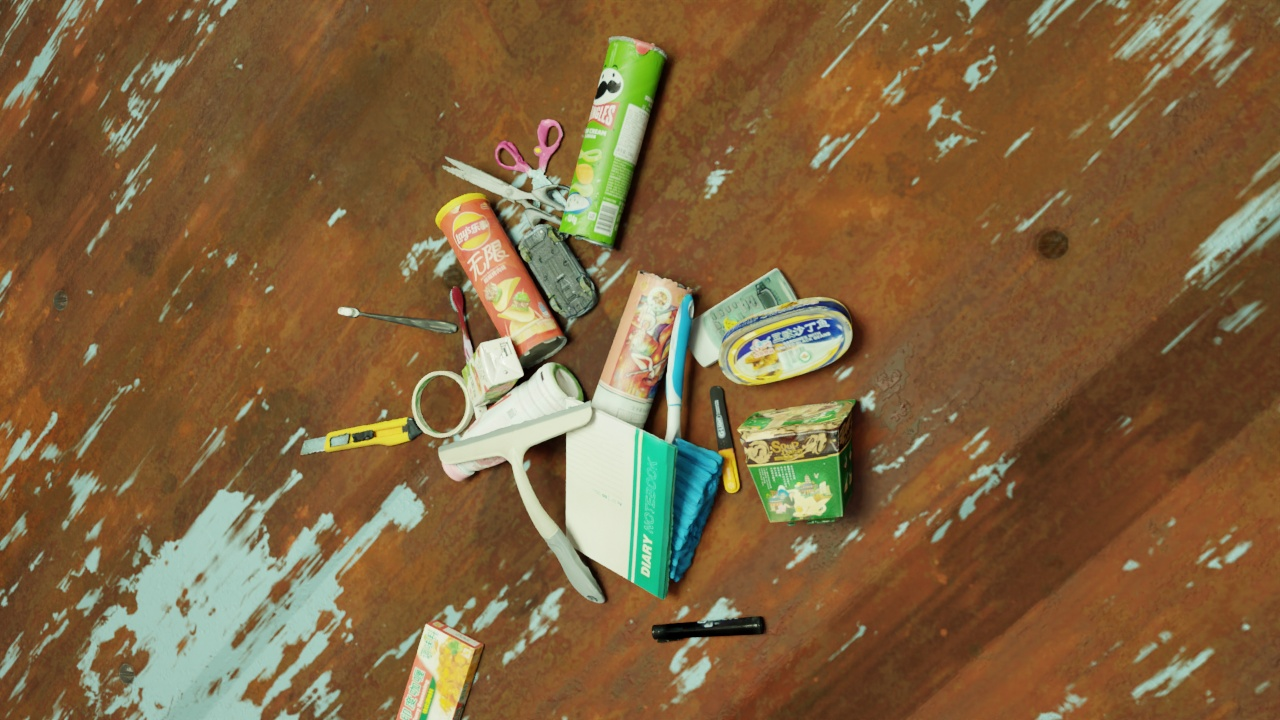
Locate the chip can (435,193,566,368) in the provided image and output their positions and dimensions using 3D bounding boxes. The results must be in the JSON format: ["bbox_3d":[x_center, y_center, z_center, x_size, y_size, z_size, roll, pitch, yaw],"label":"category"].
[{"bbox_3d":[-0.170,-0.098,1.123,0.073,0.073,0.216,-34,79,16],"label":"chip can"}]

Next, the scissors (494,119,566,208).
[{"bbox_3d":[-0.135,-0.233,1.142,0.124,0.017,0.133,7,95,17],"label":"scissors"}]

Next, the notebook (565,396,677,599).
[{"bbox_3d":[-0.025,0.155,1.028,0.150,0.012,0.209,23,125,32],"label":"notebook"}]

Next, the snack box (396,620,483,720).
[{"bbox_3d":[-0.258,0.419,1.169,0.077,0.027,0.156,20,96,21],"label":"snack box"}]

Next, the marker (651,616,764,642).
[{"bbox_3d":[0.077,0.309,1.051,0.132,0.020,0.022,-11,102,20],"label":"marker"}]

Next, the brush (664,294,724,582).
[{"bbox_3d":[0.047,0.090,1.033,0.109,0.060,0.315,25,106,26],"label":"brush"}]

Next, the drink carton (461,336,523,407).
[{"bbox_3d":[-0.178,0.015,1.103,0.045,0.123,0.053,-17,81,-24],"label":"drink carton"}]

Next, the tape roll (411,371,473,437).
[{"bbox_3d":[-0.255,0.056,1.181,0.086,0.014,0.086,0,89,21],"label":"tape roll"}]

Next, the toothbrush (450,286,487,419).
[{"bbox_3d":[-0.219,-0.003,1.169,0.017,0.016,0.187,-18,83,57],"label":"toothbrush"}]

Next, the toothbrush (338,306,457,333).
[{"bbox_3d":[-0.321,-0.054,1.207,0.181,0.018,0.015,9,89,19],"label":"toothbrush"}]

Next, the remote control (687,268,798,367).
[{"bbox_3d":[0.113,-0.047,1.043,0.135,0.019,0.056,-31,79,17],"label":"remote control"}]

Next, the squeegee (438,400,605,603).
[{"bbox_3d":[-0.106,0.189,1.064,0.247,0.039,0.246,-17,105,34],"label":"squeegee"}]

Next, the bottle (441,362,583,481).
[{"bbox_3d":[-0.162,0.081,1.119,0.197,0.068,0.068,-36,77,19],"label":"bottle"}]

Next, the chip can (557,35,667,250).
[{"bbox_3d":[-0.033,-0.252,1.074,0.072,0.072,0.236,17,95,20],"label":"chip can"}]

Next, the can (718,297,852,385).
[{"bbox_3d":[0.157,-0.020,0.999,0.148,0.049,0.074,-17,101,15],"label":"can"}]

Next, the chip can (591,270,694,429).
[{"bbox_3d":[-0.006,0.006,1.060,0.071,0.071,0.215,22,96,19],"label":"chip can"}]

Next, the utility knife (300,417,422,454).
[{"bbox_3d":[-0.378,0.105,1.224,0.197,0.015,0.033,-11,82,20],"label":"utility knife"}]

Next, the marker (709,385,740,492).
[{"bbox_3d":[0.096,0.090,1.050,0.018,0.015,0.123,-11,84,15],"label":"marker"}]

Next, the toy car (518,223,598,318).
[{"bbox_3d":[-0.099,-0.108,1.111,0.054,0.036,0.120,-34,87,19],"label":"toy car"}]

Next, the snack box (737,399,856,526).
[{"bbox_3d":[0.174,0.109,0.979,0.118,0.117,0.105,-8,98,22],"label":"snack box"}]

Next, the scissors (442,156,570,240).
[{"bbox_3d":[-0.160,-0.196,1.118,0.174,0.014,0.141,-10,102,3],"label":"scissors"}]
